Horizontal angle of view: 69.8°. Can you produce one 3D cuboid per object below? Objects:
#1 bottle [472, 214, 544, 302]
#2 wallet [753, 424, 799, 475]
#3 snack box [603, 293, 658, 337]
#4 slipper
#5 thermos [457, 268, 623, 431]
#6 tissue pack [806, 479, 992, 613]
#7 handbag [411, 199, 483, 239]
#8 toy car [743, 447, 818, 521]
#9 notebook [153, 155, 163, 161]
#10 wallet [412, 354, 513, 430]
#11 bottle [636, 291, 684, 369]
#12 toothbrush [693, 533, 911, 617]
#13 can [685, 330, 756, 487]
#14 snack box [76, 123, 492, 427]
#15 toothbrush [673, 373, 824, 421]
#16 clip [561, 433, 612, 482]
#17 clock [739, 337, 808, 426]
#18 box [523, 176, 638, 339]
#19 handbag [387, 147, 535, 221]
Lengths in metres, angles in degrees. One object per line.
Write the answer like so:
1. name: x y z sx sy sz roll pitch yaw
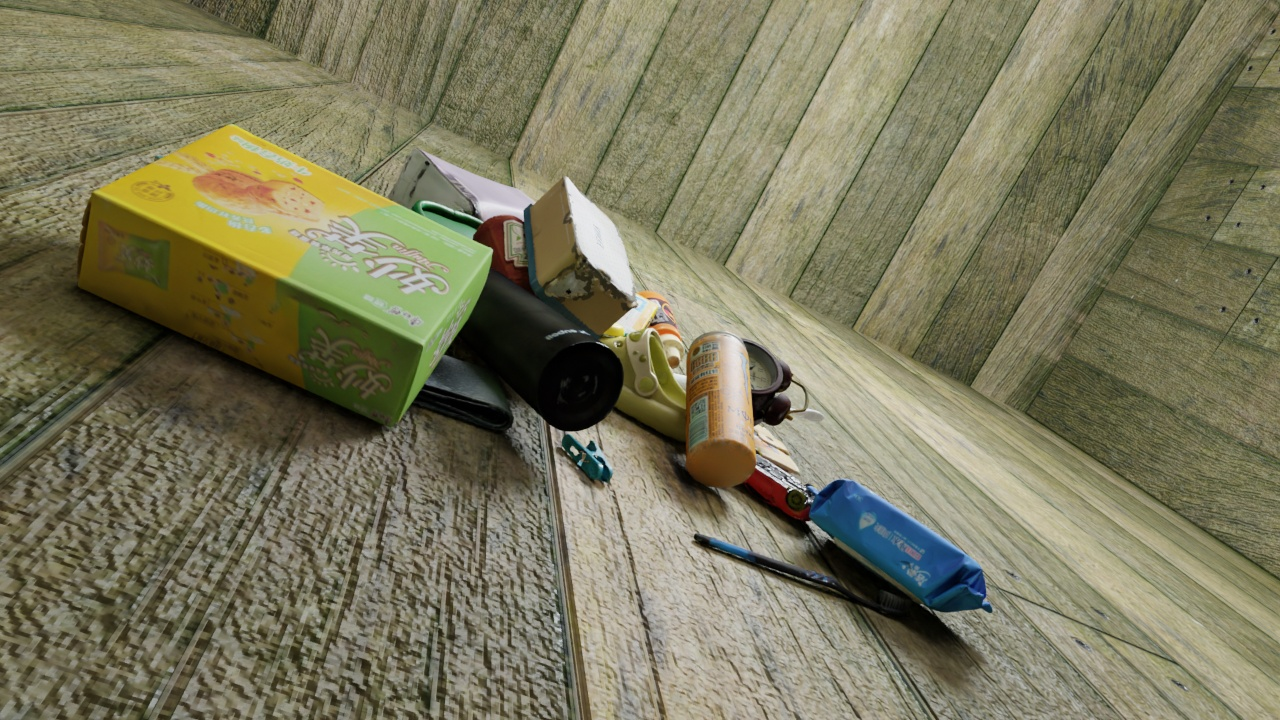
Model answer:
1. bottle: -0.102 -0.051 0.834 0.059 0.060 0.206 16 36 -42
2. wallet: 0.110 0.082 0.931 0.087 0.024 0.115 19 13 -16
3. snack box: -0.058 -0.065 1.070 0.140 0.034 0.086 29 41 2
4. slipper: -0.005 0.005 0.866 0.190 0.082 0.091 32 10 8
5. thermos: -0.112 -0.019 0.720 0.089 0.068 0.242 -20 30 -26
6. tissue pack: 0.205 0.152 0.732 0.157 0.052 0.095 34 -3 30
7. handbag: -0.181 -0.098 0.931 0.131 0.068 0.120 13 28 -53
8. toy car: 0.111 0.105 0.809 0.106 0.031 0.049 35 13 22
9. notebook: -0.346 -0.156 0.912 0.150 0.012 0.208 33 18 30
10. wallet: -0.155 0.010 0.669 0.120 0.019 0.097 21 11 -23
11. bottle: 0.021 -0.032 1.131 0.066 0.067 0.149 21 20 -26
12. toothbrush: 0.122 0.154 0.668 0.189 0.016 0.014 23 5 -17
13. can: 0.068 0.040 0.800 0.058 0.058 0.145 24 38 -16
14. snack box: -0.220 -0.063 0.603 0.210 0.070 0.157 25 29 -5
15. toothbrush: 0.089 0.038 0.953 0.221 0.027 0.026 12 12 -14
16. clip: -0.037 0.072 0.673 0.039 0.014 0.056 19 13 -32
17. clock: 0.109 0.025 0.913 0.122 0.055 0.081 17 43 -5
18. box: -0.058 -0.100 0.847 0.090 0.060 0.184 42 17 -28
19. handbag: -0.198 -0.178 1.165 0.145 0.098 0.196 32 12 29
